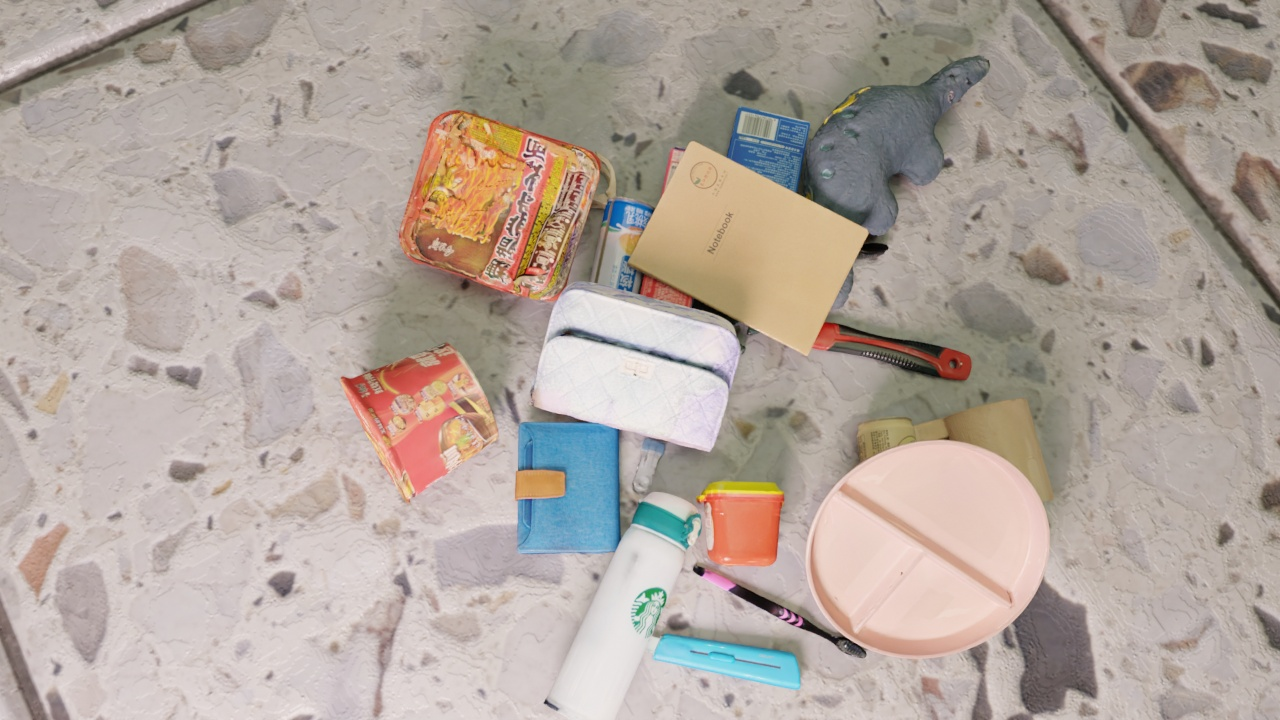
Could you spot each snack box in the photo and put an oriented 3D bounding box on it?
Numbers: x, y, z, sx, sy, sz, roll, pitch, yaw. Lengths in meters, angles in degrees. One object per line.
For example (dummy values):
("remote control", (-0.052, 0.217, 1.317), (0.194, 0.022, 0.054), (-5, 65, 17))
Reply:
("snack box", (0.134, -0.204, 1.028), (0.084, 0.026, 0.157), (13, 74, 1))
("snack box", (0.096, 0.159, 0.894), (0.082, 0.091, 0.080), (2, 81, -3))
("snack box", (0.041, -0.124, 0.986), (0.058, 0.057, 0.207), (11, 74, 3))

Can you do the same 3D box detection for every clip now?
("clip", (0.007, 0.108, 0.939), (0.025, 0.031, 0.057), (20, 70, 1))
("clip", (-0.032, -0.189, 1.013), (0.103, 0.035, 0.092), (26, 76, 0))

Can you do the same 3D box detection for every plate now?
("plate", (0.270, 0.179, 0.874), (0.229, 0.028, 0.230), (0, 107, 1))

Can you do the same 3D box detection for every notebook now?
("notebook", (0.111, -0.116, 0.941), (0.207, 0.008, 0.147), (27, 85, 0))

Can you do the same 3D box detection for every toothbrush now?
("toothbrush", (0.180, -0.113, 1.015), (0.189, 0.017, 0.014), (-7, 63, -2))
("toothbrush", (0.137, 0.248, 0.907), (0.189, 0.018, 0.014), (26, 81, 6))

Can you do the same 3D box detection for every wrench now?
("wrench", (0.221, -0.017, 0.985), (0.273, 0.016, 0.056), (9, 74, 0))

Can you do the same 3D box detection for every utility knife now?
("utility knife", (0.058, 0.286, 0.892), (0.199, 0.018, 0.034), (10, 75, 1))

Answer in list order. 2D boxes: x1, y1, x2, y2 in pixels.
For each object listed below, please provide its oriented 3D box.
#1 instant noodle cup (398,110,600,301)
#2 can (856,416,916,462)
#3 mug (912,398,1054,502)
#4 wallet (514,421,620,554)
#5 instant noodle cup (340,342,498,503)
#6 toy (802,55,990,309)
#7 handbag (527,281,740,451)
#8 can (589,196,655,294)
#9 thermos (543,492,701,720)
("instant noodle cup", (-0.145, -0.159, 0.960), (0.189, 0.079, 0.164), (19, 92, 4))
("can", (0.253, 0.118, 0.927), (0.058, 0.058, 0.116), (-3, 75, -4))
("mug", (0.343, 0.104, 0.931), (0.125, 0.084, 0.103), (-16, 76, 18))
("wallet", (-0.073, 0.127, 0.921), (0.106, 0.040, 0.133), (1, 73, -7))
("instant noodle cup", (-0.211, 0.052, 0.889), (0.108, 0.138, 0.138), (-29, 78, -19))
("toy", (0.258, -0.223, 1.006), (0.138, 0.091, 0.355), (36, 76, 5))
("handbag", (-0.005, 0.005, 0.907), (0.194, 0.075, 0.134), (14, 106, 1))
("can", (-0.023, -0.100, 0.965), (0.053, 0.053, 0.134), (12, 86, 0))
("thermos", (-0.010, 0.232, 0.867), (0.073, 0.073, 0.223), (25, 72, 4))
